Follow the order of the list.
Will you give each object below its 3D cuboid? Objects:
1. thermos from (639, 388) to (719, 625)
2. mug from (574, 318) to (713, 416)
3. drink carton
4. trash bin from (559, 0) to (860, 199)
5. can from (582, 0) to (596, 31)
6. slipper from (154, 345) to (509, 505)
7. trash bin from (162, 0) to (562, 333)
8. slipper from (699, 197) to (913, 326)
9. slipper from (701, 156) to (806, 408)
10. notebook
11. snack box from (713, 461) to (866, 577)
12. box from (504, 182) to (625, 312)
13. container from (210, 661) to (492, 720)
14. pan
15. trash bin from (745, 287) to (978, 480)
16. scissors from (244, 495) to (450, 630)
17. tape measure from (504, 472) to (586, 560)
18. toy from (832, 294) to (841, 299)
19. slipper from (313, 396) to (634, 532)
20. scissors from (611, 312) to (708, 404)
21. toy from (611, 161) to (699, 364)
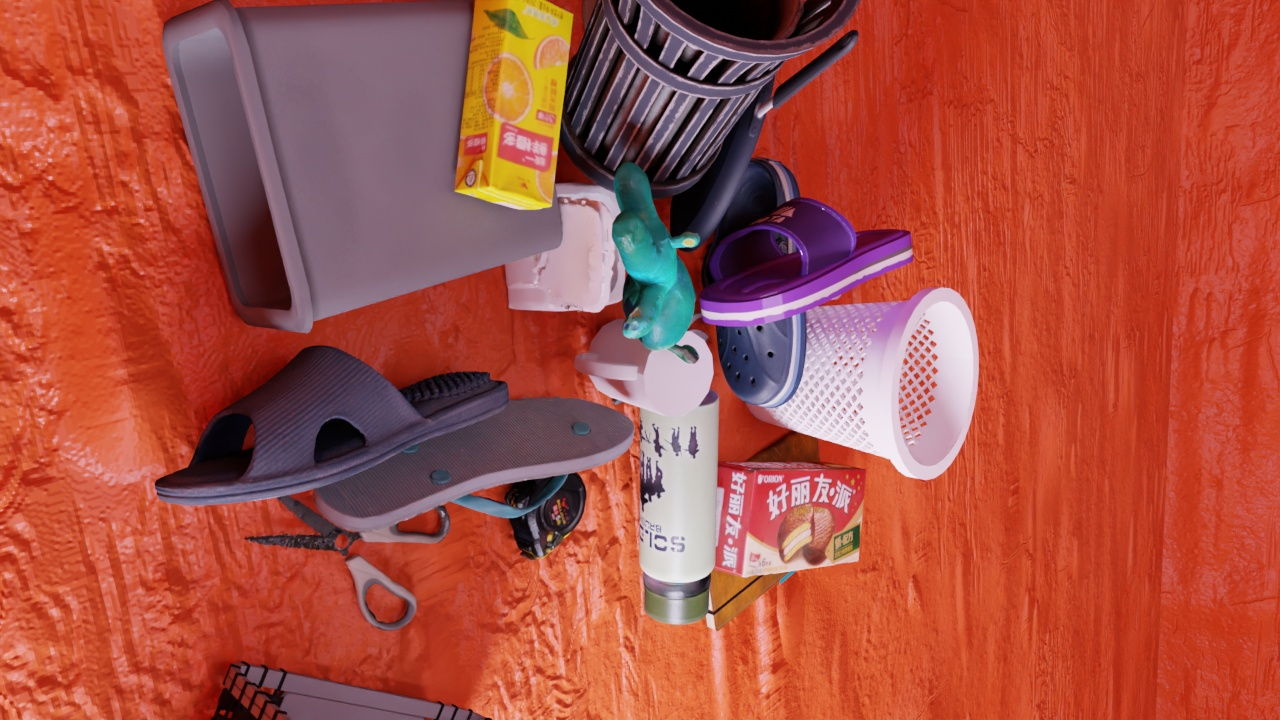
[{"bbox_3d":[0.036,0.142,0.896,0.082,0.082,0.231,-16,112,-45],"label":"thermos"},{"bbox_3d":[-0.005,0.005,0.807,0.105,0.090,0.073,-1,99,-35],"label":"mug"},{"bbox_3d":[-0.085,-0.173,0.614,0.058,0.043,0.134,7,88,-47],"label":"drink carton"},{"bbox_3d":[0.028,-0.223,0.648,0.164,0.228,0.164,5,73,-16],"label":"trash bin"},{"bbox_3d":[0.019,-0.310,0.820,0.127,0.073,0.128,-8,101,-46],"label":"can"},{"bbox_3d":[-0.201,0.027,0.622,0.262,0.101,0.082,-19,102,-50],"label":"slipper"},{"bbox_3d":[-0.173,-0.141,0.622,0.219,0.098,0.192,-25,113,-44],"label":"trash bin"},{"bbox_3d":[0.148,-0.106,0.824,0.265,0.107,0.084,-22,108,-40],"label":"slipper"},{"bbox_3d":[0.105,-0.078,0.927,0.095,0.105,0.253,-3,94,-43],"label":"slipper"},{"bbox_3d":[0.150,0.191,1.072,0.248,0.014,0.178,-25,112,-43],"label":"notebook"},{"bbox_3d":[0.168,0.173,1.032,0.236,0.060,0.113,7,88,-47],"label":"snack box"},{"bbox_3d":[-0.044,-0.092,0.738,0.128,0.137,0.108,-12,101,-47],"label":"box"},{"bbox_3d":[-0.170,0.375,0.591,0.247,0.246,0.243,35,74,-44],"label":"container"},{"bbox_3d":[0.087,-0.197,0.744,0.021,0.357,0.198,18,84,-13],"label":"pan"},{"bbox_3d":[0.228,0.015,0.995,0.195,0.200,0.195,-8,101,-46],"label":"trash bin"},{"bbox_3d":[-0.206,0.137,0.686,0.161,0.013,0.158,-34,118,-39],"label":"scissors"},{"bbox_3d":[-0.082,0.125,0.796,0.072,0.042,0.071,-32,117,-35],"label":"tape measure"},{"bbox_3d":[0.168,-0.100,0.987,0.063,0.110,0.047,-55,153,-26],"label":"toy"},{"bbox_3d":[-0.125,0.083,0.723,0.268,0.098,0.055,-12,128,-38],"label":"slipper"},{"bbox_3d":[0.012,-0.012,0.892,0.124,0.019,0.156,46,64,-39],"label":"scissors"},{"bbox_3d":[0.015,-0.066,0.694,0.193,0.072,0.130,66,22,-60],"label":"toy"}]
